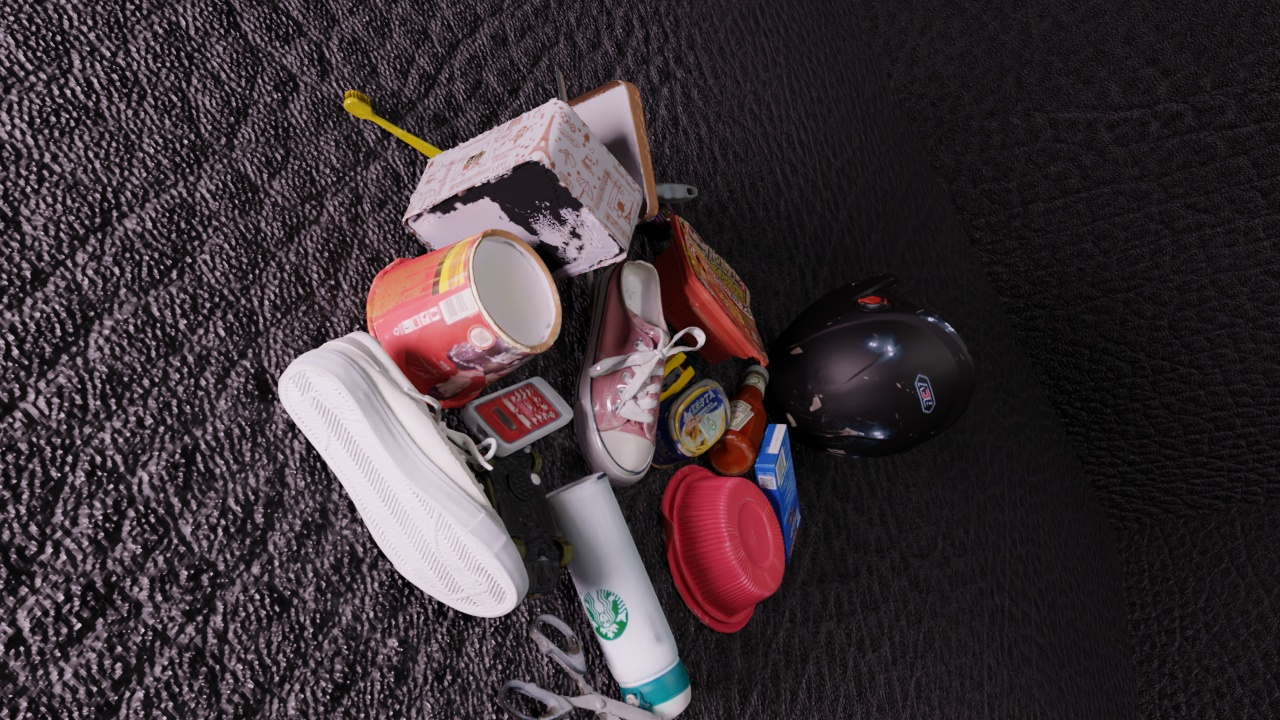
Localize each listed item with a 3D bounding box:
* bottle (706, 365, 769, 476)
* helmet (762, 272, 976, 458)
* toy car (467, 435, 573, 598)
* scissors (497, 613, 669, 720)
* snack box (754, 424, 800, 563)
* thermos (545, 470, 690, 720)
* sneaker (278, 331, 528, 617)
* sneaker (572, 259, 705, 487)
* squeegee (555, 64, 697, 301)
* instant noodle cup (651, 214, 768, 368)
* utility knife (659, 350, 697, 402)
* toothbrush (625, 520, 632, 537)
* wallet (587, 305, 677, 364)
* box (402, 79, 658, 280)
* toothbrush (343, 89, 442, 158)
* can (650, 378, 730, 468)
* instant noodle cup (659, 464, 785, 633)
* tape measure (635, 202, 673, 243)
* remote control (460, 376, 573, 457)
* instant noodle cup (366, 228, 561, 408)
[{"bbox_3d":[0.132,0.067,1.163,0.060,0.060,0.205,57,29,-17],"label":"bottle"},{"bbox_3d":[0.305,0.022,1.258,0.229,0.275,0.233,-31,112,-30],"label":"helmet"},{"bbox_3d":[-0.107,0.125,0.782,0.070,0.042,0.158,16,48,-51],"label":"toy car"},{"bbox_3d":[-0.040,0.281,0.760,0.159,0.014,0.175,-4,54,-39],"label":"scissors"},{"bbox_3d":[0.172,0.166,1.142,0.084,0.026,0.157,-60,144,-52],"label":"snack box"},{"bbox_3d":[-0.021,0.216,0.829,0.073,0.073,0.224,-20,87,-58],"label":"thermos"},{"bbox_3d":[-0.163,0.083,0.693,0.242,0.090,0.090,54,29,-10],"label":"sneaker"},{"bbox_3d":[-0.005,0.005,0.926,0.118,0.088,0.240,14,71,-31],"label":"sneaker"},{"bbox_3d":[-0.012,-0.196,1.064,0.249,0.040,0.247,-11,94,-53],"label":"squeegee"},{"bbox_3d":[0.078,-0.073,1.118,0.164,0.079,0.188,46,18,-31],"label":"instant noodle cup"},{"bbox_3d":[0.013,0.039,0.998,0.164,0.015,0.033,-42,105,-36],"label":"utility knife"},{"bbox_3d":[-0.012,0.244,0.880,0.014,0.017,0.188,23,55,-42],"label":"toothbrush"},{"bbox_3d":[0.003,-0.022,1.044,0.130,0.035,0.118,63,33,-9],"label":"wallet"},{"bbox_3d":[-0.084,-0.172,0.846,0.153,0.183,0.180,43,47,-39],"label":"box"},{"bbox_3d":[-0.199,-0.202,0.869,0.190,0.016,0.016,26,45,-47],"label":"toothbrush"},{"bbox_3d":[0.052,0.070,1.048,0.147,0.049,0.074,-33,99,-57],"label":"can"},{"bbox_3d":[0.103,0.203,1.030,0.193,0.066,0.193,32,47,-42],"label":"instant noodle cup"},{"bbox_3d":[0.018,-0.185,1.161,0.058,0.039,0.057,37,43,-39],"label":"tape measure"},{"bbox_3d":[-0.107,0.048,0.821,0.056,0.020,0.135,45,22,9],"label":"remote control"},{"bbox_3d":[-0.140,-0.038,0.769,0.138,0.109,0.137,33,46,-43],"label":"instant noodle cup"}]
